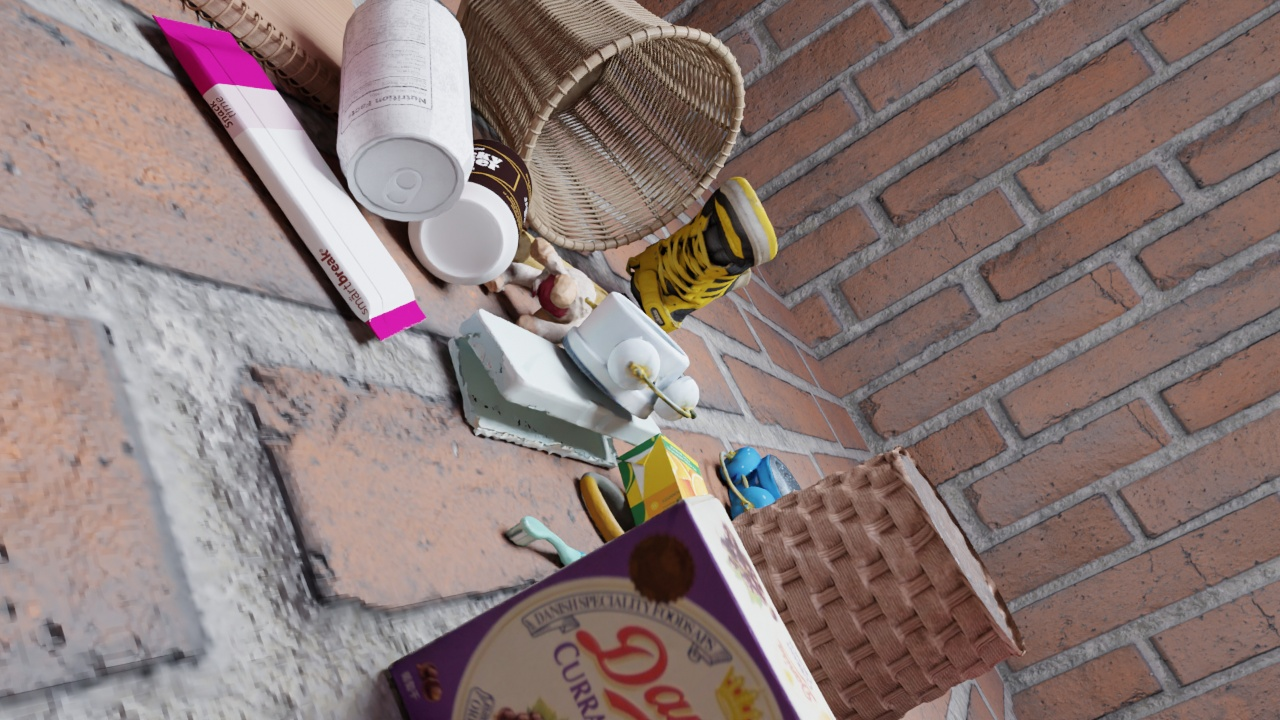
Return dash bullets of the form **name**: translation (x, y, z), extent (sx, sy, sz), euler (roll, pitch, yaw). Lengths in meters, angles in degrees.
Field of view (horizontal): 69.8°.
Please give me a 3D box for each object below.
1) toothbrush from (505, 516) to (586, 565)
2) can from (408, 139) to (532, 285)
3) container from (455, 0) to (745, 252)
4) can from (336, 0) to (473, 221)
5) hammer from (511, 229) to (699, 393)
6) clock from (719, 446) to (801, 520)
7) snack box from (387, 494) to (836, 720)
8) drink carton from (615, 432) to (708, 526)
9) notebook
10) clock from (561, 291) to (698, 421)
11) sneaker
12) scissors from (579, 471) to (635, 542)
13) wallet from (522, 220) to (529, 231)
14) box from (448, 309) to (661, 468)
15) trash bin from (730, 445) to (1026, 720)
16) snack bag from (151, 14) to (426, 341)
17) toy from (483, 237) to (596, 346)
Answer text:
- **toothbrush**: translation (-0.038, 0.122, 0.558), extent (0.135, 0.017, 0.022), euler (45, 19, -50)
- **can**: translation (-0.116, -0.107, 0.644), extent (0.072, 0.072, 0.128), euler (52, 16, -23)
- **container**: translation (-0.052, -0.248, 0.848), extent (0.196, 0.227, 0.226), euler (54, 11, 31)
- **can**: translation (-0.144, -0.157, 0.565), extent (0.078, 0.078, 0.136), euler (41, 30, -48)
- **hammer**: translation (-0.034, -0.050, 0.860), extent (0.330, 0.033, 0.132), euler (33, 30, -63)
- **clock**: translation (0.134, 0.152, 0.973), extent (0.161, 0.060, 0.116), euler (48, 19, -30)
- **snack box**: translation (-0.004, 0.148, 0.351), extent (0.143, 0.148, 0.040), euler (62, 15, 14)
- **drink carton**: translation (0.028, 0.120, 0.654), extent (0.058, 0.041, 0.122), euler (42, 22, -46)
- **notebook**: translation (-0.251, -0.249, 0.585), extent (0.210, 0.022, 0.169), euler (36, 26, -55)
- **clock**: translation (-0.004, 0.004, 0.628), extent (0.083, 0.057, 0.117), euler (38, 8, -43)
- **sneaker**: translation (0.051, -0.096, 0.882), extent (0.086, 0.122, 0.239), euler (62, -5, 7)
- **scissors**: translation (0.022, 0.160, 0.669), extent (0.226, 0.016, 0.224), euler (49, 18, -32)
- **wallet**: translation (-0.125, -0.130, 0.775), extent (0.087, 0.013, 0.120), euler (52, 16, -23)
- **box**: translation (-0.055, 0.022, 0.631), extent (0.198, 0.071, 0.085), euler (26, 55, -62)
- **trash bin**: translation (0.075, 0.145, 0.489), extent (0.151, 0.210, 0.151), euler (51, 17, -22)
- **snack bag**: translation (-0.187, -0.098, 0.504), extent (0.196, 0.016, 0.070), euler (56, 14, -7)
- **toy**: translation (-0.072, -0.044, 0.698), extent (0.085, 0.074, 0.106), euler (48, 3, 24)
